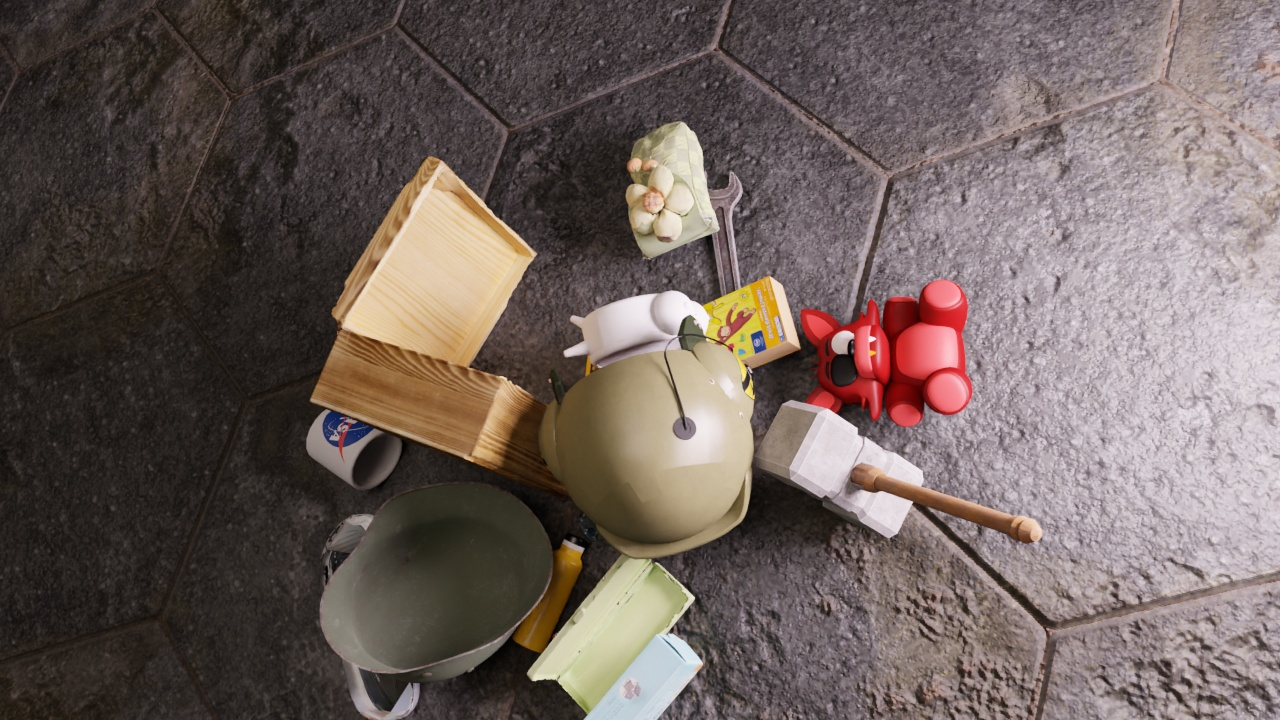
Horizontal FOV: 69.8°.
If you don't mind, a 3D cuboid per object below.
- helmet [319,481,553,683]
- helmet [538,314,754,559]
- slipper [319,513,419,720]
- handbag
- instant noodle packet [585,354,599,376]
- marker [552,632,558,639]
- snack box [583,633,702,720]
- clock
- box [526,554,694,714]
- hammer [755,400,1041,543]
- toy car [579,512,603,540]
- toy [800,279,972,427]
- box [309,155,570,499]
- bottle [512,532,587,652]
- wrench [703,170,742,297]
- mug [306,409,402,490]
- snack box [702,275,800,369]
[{"bbox_3d":[-0.244,0.289,1.101,0.267,0.154,0.227,-22,54,-30],"label":"helmet"},{"bbox_3d":[0.019,0.098,1.023,0.250,0.255,0.232,-22,65,11],"label":"helmet"},{"bbox_3d":[-0.346,0.332,1.195,0.111,0.063,0.263,-19,81,12],"label":"slipper"},{"bbox_3d":[0.027,-0.231,1.209,0.113,0.116,0.186,-20,67,27],"label":"handbag"},{"bbox_3d":[-0.007,0.007,1.185,0.134,0.026,0.087,-1,69,18],"label":"instant noodle packet"},{"bbox_3d":[-0.040,0.334,1.114,0.142,0.013,0.012,-7,71,17],"label":"marker"},{"bbox_3d":[-0.008,0.393,1.049,0.053,0.075,0.174,39,89,24],"label":"snack box"},{"bbox_3d":[-0.005,-0.043,1.112,0.161,0.125,0.072,-17,78,17],"label":"clock"},{"bbox_3d":[-0.031,0.320,1.064,0.082,0.098,0.188,39,92,25],"label":"box"},{"bbox_3d":[0.265,0.129,0.900,0.083,0.162,0.318,-61,23,-7],"label":"hammer"},{"bbox_3d":[-0.033,0.181,1.149,0.105,0.032,0.048,-48,64,15],"label":"toy car"},{"bbox_3d":[0.279,-0.002,1.060,0.198,0.120,0.158,-6,74,26],"label":"toy"},{"bbox_3d":[-0.206,-0.041,1.148,0.287,0.279,0.336,14,80,22],"label":"box"},{"bbox_3d":[-0.108,0.285,1.136,0.043,0.043,0.143,21,81,24],"label":"bottle"},{"bbox_3d":[0.114,-0.133,1.211,0.070,0.010,0.273,-12,70,15],"label":"wrench"},{"bbox_3d":[-0.384,0.109,1.270,0.090,0.091,0.121,28,48,24],"label":"mug"},{"bbox_3d":[0.123,-0.036,1.139,0.126,0.040,0.088,-24,65,26],"label":"snack box"}]
